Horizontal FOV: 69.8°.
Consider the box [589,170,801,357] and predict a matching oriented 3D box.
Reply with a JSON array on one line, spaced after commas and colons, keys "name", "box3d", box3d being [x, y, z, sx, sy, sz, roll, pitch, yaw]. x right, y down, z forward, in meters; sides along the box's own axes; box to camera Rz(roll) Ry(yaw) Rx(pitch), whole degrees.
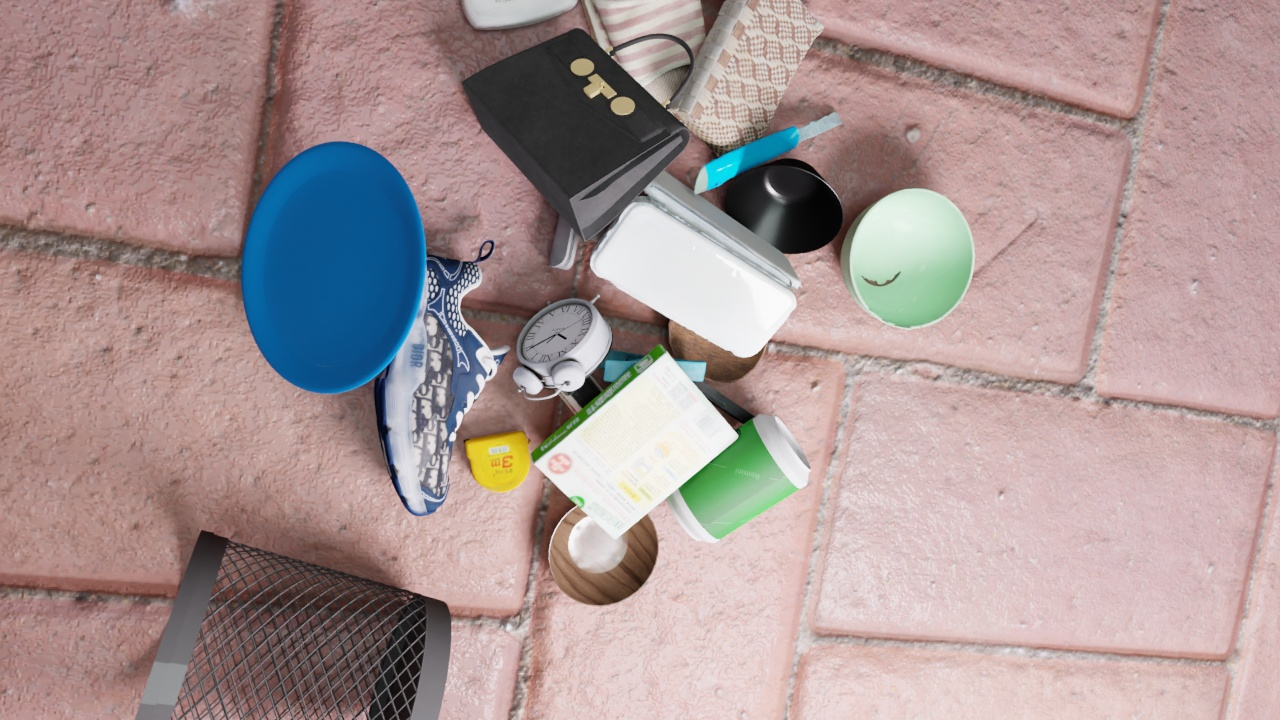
[{"name": "box", "box3d": [0.056, -0.099, 0.937, 0.210, 0.129, 0.105, 32, 115, -16]}]

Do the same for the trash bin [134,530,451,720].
[{"name": "trash bin", "box3d": [-0.311, 0.286, 0.824, 0.227, 0.218, 0.218, 19, 91, -21]}]

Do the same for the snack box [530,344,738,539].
[{"name": "snack box", "box3d": [-0.004, 0.084, 0.913, 0.168, 0.027, 0.132, -40, 119, 3]}]

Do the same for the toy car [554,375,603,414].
[{"name": "toy car", "box3d": [-0.057, 0.043, 0.954, 0.113, 0.039, 0.039, 53, 55, -15]}]

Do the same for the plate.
[{"name": "plate", "box3d": [-0.273, -0.082, 0.825, 0.225, 0.024, 0.224, -1, 89, 28]}]

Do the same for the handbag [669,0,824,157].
[{"name": "handbag", "box3d": [0.107, -0.299, 0.939, 0.124, 0.047, 0.185, 31, 86, -48]}]

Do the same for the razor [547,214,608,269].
[{"name": "razor", "box3d": [-0.031, -0.128, 0.943, 0.116, 0.047, 0.088, 11, 93, -24]}]

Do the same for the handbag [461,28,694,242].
[{"name": "handbag", "box3d": [-0.032, -0.242, 0.863, 0.195, 0.072, 0.175, -37, 66, -8]}]

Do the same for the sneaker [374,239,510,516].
[{"name": "sneaker", "box3d": [-0.190, 0.014, 0.889, 0.132, 0.103, 0.269, -4, 94, -21]}]

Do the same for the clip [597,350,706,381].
[{"name": "clip", "box3d": [-0.008, 0.005, 0.949, 0.122, 0.120, 0.033, -2, 98, -47]}]

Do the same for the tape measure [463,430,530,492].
[{"name": "tape measure", "box3d": [-0.143, 0.104, 0.940, 0.068, 0.030, 0.059, -10, 98, -12]}]

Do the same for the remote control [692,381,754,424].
[{"name": "remote control", "box3d": [0.111, 0.061, 1.003, 0.150, 0.034, 0.013, 34, 86, -16]}]

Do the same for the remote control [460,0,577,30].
[{"name": "remote control", "box3d": [-0.119, -0.359, 0.897, 0.114, 0.028, 0.060, -22, 101, -12]}]

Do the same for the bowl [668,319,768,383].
[{"name": "bowl", "box3d": [0.080, -0.030, 0.988, 0.114, 0.026, 0.102, 27, 87, -16]}]

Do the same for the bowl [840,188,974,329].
[{"name": "bowl", "box3d": [0.282, -0.111, 1.009, 0.150, 0.077, 0.151, -2, 96, -15]}]

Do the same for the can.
[{"name": "can", "box3d": [0.101, 0.124, 0.961, 0.140, 0.087, 0.088, -35, 105, 12]}]

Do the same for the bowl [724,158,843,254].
[{"name": "bowl", "box3d": [0.155, -0.174, 0.967, 0.124, 0.124, 0.052, 31, 54, -16]}]

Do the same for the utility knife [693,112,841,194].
[{"name": "utility knife", "box3d": [0.137, -0.222, 0.961, 0.219, 0.015, 0.031, -27, 131, -28]}]

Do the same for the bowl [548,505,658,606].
[{"name": "bowl", "box3d": [-0.042, 0.199, 0.977, 0.119, 0.032, 0.119, -2, 96, -15]}]

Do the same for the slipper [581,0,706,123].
[{"name": "slipper", "box3d": [-0.001, -0.364, 0.917, 0.115, 0.052, 0.263, -27, 102, -10]}]

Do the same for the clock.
[{"name": "clock", "box3d": [-0.080, -0.010, 0.902, 0.035, 0.095, 0.122, 57, 40, -39]}]
